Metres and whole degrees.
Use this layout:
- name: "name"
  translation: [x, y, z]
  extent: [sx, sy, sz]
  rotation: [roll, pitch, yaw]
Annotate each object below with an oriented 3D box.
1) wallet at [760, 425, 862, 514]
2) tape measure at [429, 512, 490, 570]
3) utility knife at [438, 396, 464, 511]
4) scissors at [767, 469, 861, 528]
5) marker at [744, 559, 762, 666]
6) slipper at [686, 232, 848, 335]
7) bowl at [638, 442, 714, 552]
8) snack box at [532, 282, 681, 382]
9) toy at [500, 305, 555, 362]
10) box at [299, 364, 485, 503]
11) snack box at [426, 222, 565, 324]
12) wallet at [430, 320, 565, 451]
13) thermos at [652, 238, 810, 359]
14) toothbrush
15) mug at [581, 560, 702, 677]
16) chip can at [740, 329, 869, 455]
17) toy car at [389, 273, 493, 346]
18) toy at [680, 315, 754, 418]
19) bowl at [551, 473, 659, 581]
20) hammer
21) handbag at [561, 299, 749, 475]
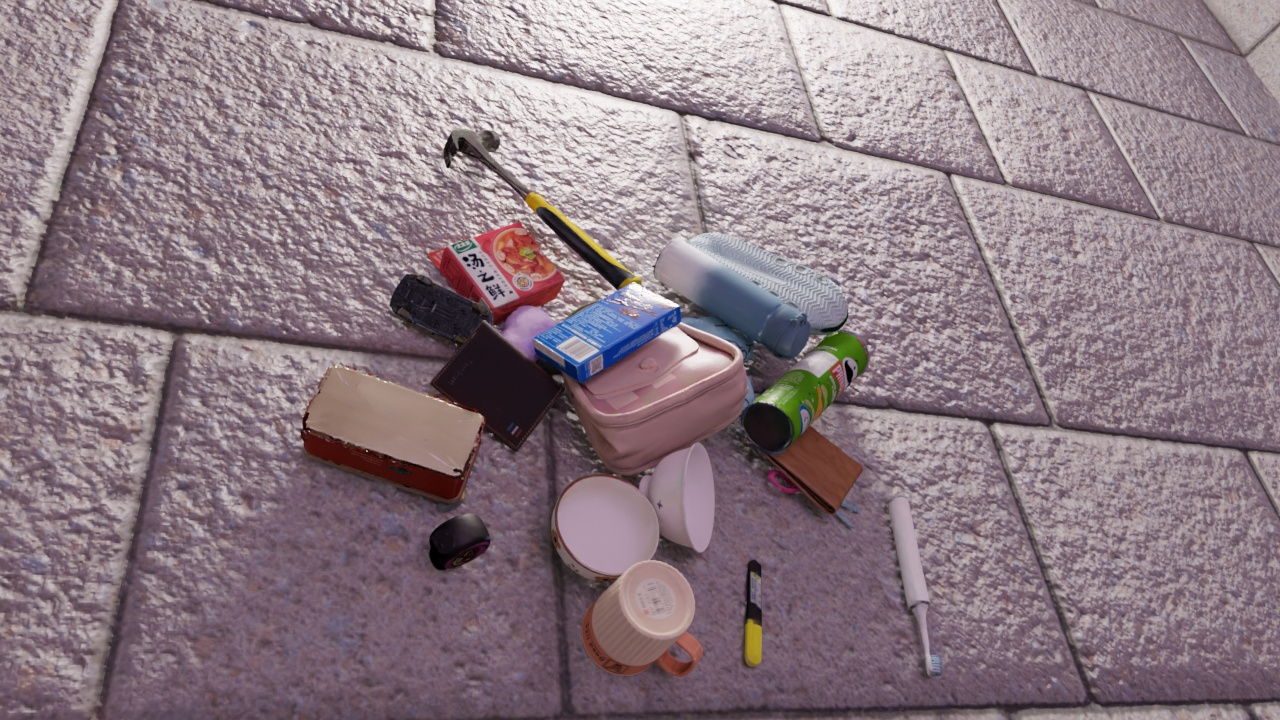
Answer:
- name: "wallet"
  translation: [0.212, 0.125, 1.130]
  extent: [0.115, 0.020, 0.101]
  rotation: [41, 39, 8]
- name: "tape measure"
  translation: [-0.179, 0.175, 0.901]
  extent: [0.057, 0.057, 0.039]
  rotation: [-21, 66, -26]
- name: "utility knife"
  translation: [-0.203, 0.085, 0.988]
  extent: [0.031, 0.019, 0.172]
  rotation: [12, 47, -25]
- name: "scissors"
  translation: [0.218, 0.153, 1.134]
  extent: [0.137, 0.017, 0.096]
  rotation: [26, 43, -10]
- name: "marker"
  translation: [0.123, 0.274, 1.001]
  extent: [0.018, 0.015, 0.123]
  rotation: [19, 47, -13]
- name: "slipper"
  translation: [0.163, -0.096, 1.254]
  extent: [0.245, 0.074, 0.103]
  rotation: [29, 48, 18]
- name: "bowl"
  translation: [0.036, 0.151, 1.006]
  extent: [0.065, 0.118, 0.118]
  rotation: [-4, 48, 20]
- name: "snack box"
  translation: [-0.037, -0.035, 1.060]
  extent: [0.156, 0.026, 0.084]
  rotation: [-31, 43, -30]
- name: "toy"
  translation: [-0.136, -0.020, 1.074]
  extent: [0.084, 0.039, 0.107]
  rotation: [29, 55, -1]
- name: "box"
  translation: [-0.246, 0.069, 0.922]
  extent: [0.168, 0.079, 0.091]
  rotation: [19, 54, -6]
- name: "snack box"
  translation: [-0.176, -0.115, 1.122]
  extent: [0.113, 0.044, 0.127]
  rotation: [-28, 71, -37]
- name: "wallet"
  translation: [-0.157, 0.028, 1.020]
  extent: [0.122, 0.020, 0.096]
  rotation: [40, 66, -5]
- name: "thermos"
  translation: [0.118, -0.078, 1.183]
  extent: [0.220, 0.070, 0.070]
  rotation: [35, 47, 24]
- name: "toothbrush"
  translation: [0.326, 0.265, 1.093]
  extent: [0.026, 0.027, 0.220]
  rotation: [-5, 54, 5]
- name: "mug"
  translation: [0.009, 0.261, 0.894]
  extent: [0.114, 0.106, 0.081]
  rotation: [39, 49, 6]
- name: "chip can"
  translation: [0.211, 0.035, 1.155]
  extent: [0.072, 0.072, 0.235]
  rotation: [45, 42, 10]
- name: "toy car"
  translation: [-0.227, -0.055, 1.053]
  extent: [0.120, 0.037, 0.054]
  rotation: [25, 77, 0]
- name: "toy"
  translation: [0.092, 0.005, 1.159]
  extent: [0.161, 0.050, 0.155]
  rotation: [42, 50, 21]
- name: "bowl"
  translation: [-0.043, 0.181, 0.957]
  extent: [0.113, 0.062, 0.113]
  rotation: [12, 54, -17]
- name: "hammer"
  translation: [-0.127, -0.192, 1.170]
  extent: [0.323, 0.032, 0.125]
  rotation: [42, 29, 13]
- name: "handbag"
  translation: [-0.006, 0.006, 1.078]
  extent: [0.193, 0.093, 0.234]
  rotation: [-24, 48, -21]
